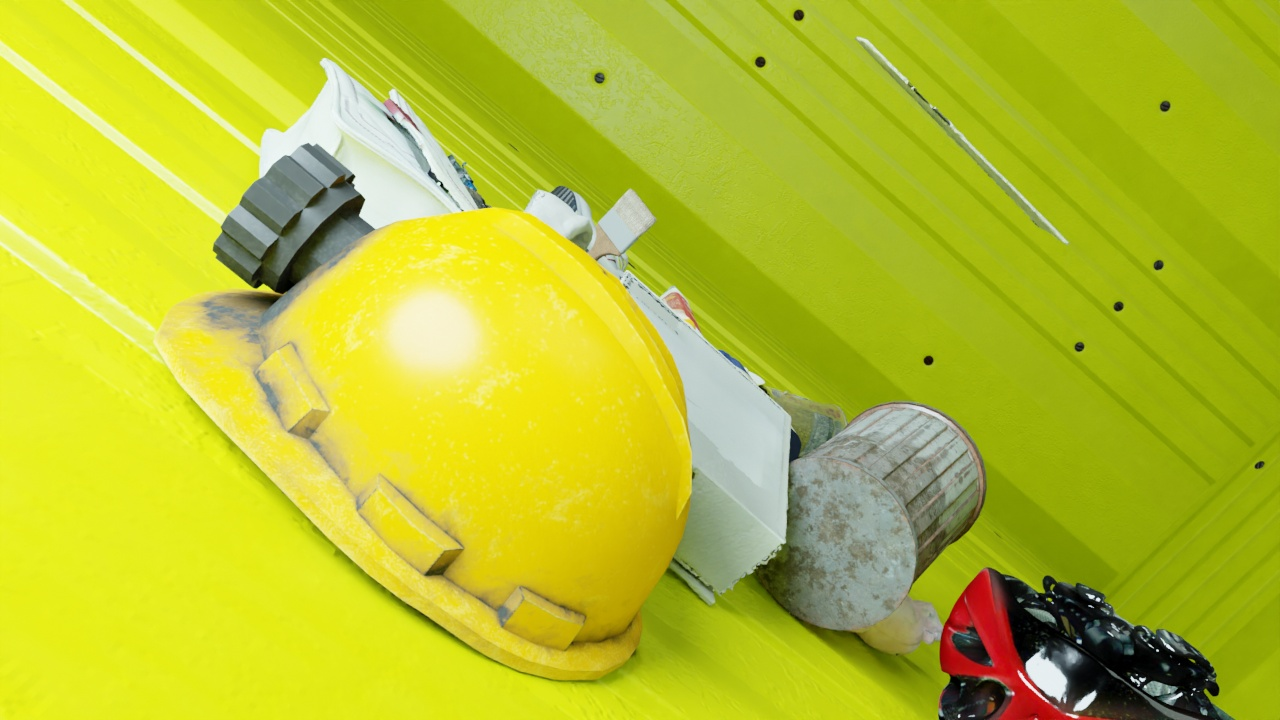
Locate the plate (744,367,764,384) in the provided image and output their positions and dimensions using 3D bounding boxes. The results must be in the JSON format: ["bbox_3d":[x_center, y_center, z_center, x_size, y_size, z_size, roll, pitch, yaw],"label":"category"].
[{"bbox_3d":[0.079,0.007,1.068,0.134,0.011,0.134,11,7,-2],"label":"plate"}]

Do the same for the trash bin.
[{"bbox_3d":[0.182,0.111,0.711,0.131,0.131,0.210,44,28,19],"label":"trash bin"}]

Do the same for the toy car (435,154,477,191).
[{"bbox_3d":[-0.190,-0.169,0.903,0.043,0.056,0.120,61,-5,-27],"label":"toy car"}]

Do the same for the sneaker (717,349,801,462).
[{"bbox_3d":[0.061,0.023,0.891,0.233,0.091,0.118,32,18,-44],"label":"sneaker"}]

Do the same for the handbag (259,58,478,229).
[{"bbox_3d":[-0.182,-0.129,0.649,0.142,0.096,0.198,35,10,-33],"label":"handbag"}]

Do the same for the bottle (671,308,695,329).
[{"bbox_3d":[0.010,0.014,0.708,0.063,0.108,0.063,1,4,0],"label":"bottle"}]

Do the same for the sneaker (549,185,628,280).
[{"bbox_3d":[-0.056,-0.100,1.045,0.124,0.089,0.239,39,18,-34],"label":"sneaker"}]

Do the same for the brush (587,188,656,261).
[{"bbox_3d":[-0.047,-0.097,0.861,0.008,0.143,0.045,22,30,-56],"label":"brush"}]

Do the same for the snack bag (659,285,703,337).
[{"bbox_3d":[0.027,-0.030,1.035,0.041,0.077,0.225,50,8,-12],"label":"snack bag"}]

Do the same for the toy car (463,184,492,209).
[{"bbox_3d":[-0.137,-0.090,0.761,0.047,0.047,0.112,22,42,-66],"label":"toy car"}]

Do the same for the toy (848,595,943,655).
[{"bbox_3d":[0.185,0.200,0.722,0.110,0.047,0.063,22,16,-23],"label":"toy"}]

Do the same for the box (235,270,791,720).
[{"bbox_3d":[-0.083,0.149,0.626,0.169,0.404,0.171,42,11,-9],"label":"box"}]

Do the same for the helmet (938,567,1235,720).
[{"bbox_3d":[0.318,0.247,0.644,0.271,0.167,0.217,21,10,-46],"label":"helmet"}]

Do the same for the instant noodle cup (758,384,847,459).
[{"bbox_3d":[0.170,0.080,1.073,0.108,0.102,0.102,25,17,-28],"label":"instant noodle cup"}]

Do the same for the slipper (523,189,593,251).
[{"bbox_3d":[-0.076,-0.053,0.659,0.074,0.112,0.246,15,26,-4],"label":"slipper"}]

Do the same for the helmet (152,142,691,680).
[{"bbox_3d":[-0.061,0.007,0.413,0.255,0.131,0.205,40,10,-7],"label":"helmet"}]
